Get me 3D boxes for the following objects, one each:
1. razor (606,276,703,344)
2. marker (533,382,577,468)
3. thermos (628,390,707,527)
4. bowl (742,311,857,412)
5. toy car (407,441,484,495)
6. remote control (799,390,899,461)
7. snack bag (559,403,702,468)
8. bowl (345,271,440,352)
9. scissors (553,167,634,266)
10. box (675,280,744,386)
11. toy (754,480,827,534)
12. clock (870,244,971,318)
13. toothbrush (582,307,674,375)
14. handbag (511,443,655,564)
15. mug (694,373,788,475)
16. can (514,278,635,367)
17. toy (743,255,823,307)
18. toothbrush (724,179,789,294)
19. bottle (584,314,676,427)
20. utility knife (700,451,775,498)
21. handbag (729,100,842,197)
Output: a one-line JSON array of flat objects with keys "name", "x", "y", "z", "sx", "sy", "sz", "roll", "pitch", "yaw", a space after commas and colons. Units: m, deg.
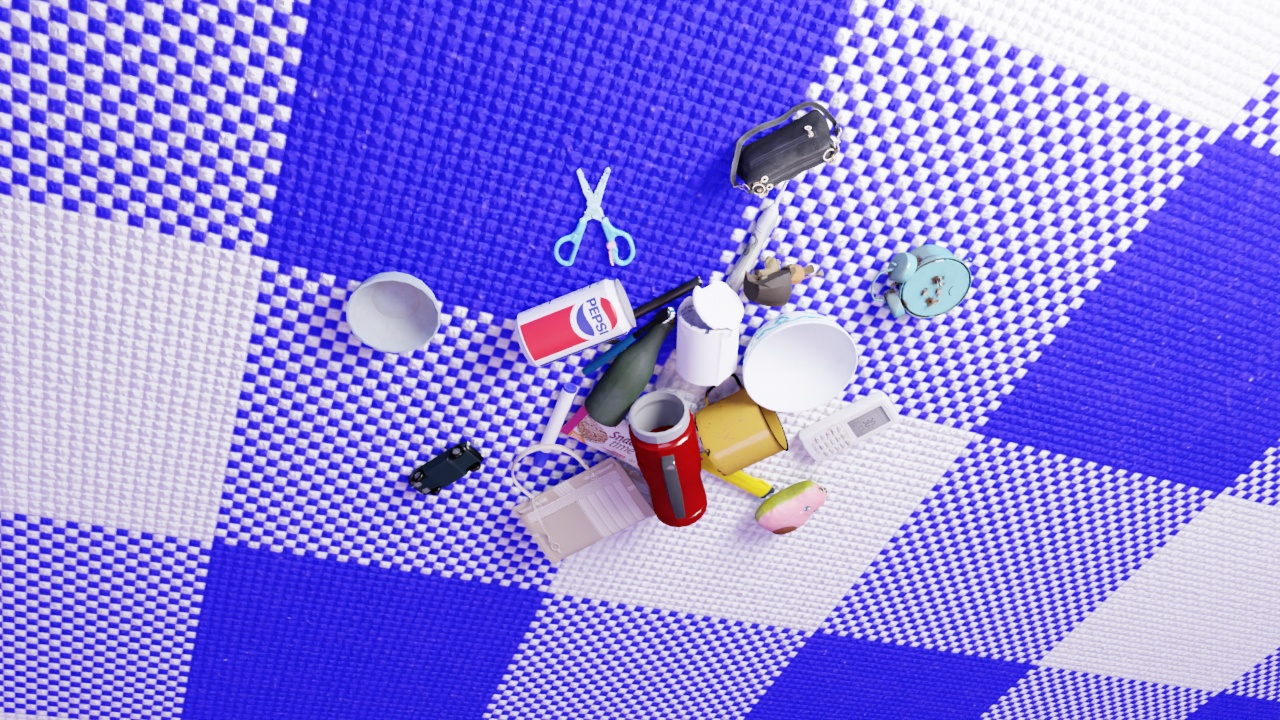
[{"name": "razor", "x": 0.012, "y": -0.064, "z": 1.129, "sx": 0.144, "sy": 0.022, "sz": 0.042, "roll": -32, "pitch": 168, "yaw": 11}, {"name": "marker", "x": -0.116, "y": 0.088, "z": 1.231, "sx": 0.020, "sy": 0.020, "sz": 0.142, "roll": 12, "pitch": 126, "yaw": -18}, {"name": "thermos", "x": 0.040, "y": 0.142, "z": 1.205, "sx": 0.084, "sy": 0.107, "sz": 0.199, "roll": -10, "pitch": 134, "yaw": 4}, {"name": "bowl", "x": 0.193, "y": -0.012, "z": 1.161, "sx": 0.144, "sy": 0.074, "sz": 0.144, "roll": -4, "pitch": 129, "yaw": -5}, {"name": "toy car", "x": -0.265, "y": 0.146, "z": 1.247, "sx": 0.112, "sy": 0.034, "sz": 0.046, "roll": -31, "pitch": 126, "yaw": 17}, {"name": "remote control", "x": 0.293, "y": 0.093, "z": 1.293, "sx": 0.139, "sy": 0.025, "sz": 0.060, "roll": -29, "pitch": 127, "yaw": 15}, {"name": "snack bag", "x": -0.011, "y": 0.117, "z": 1.265, "sx": 0.196, "sy": 0.016, "sz": 0.070, "roll": 28, "pitch": 125, "yaw": -24}, {"name": "bowl", "x": -0.286, "y": -0.062, "z": 1.071, "sx": 0.106, "sy": 0.039, "sz": 0.106, "roll": -4, "pitch": 129, "yaw": -5}, {"name": "scissors", "x": -0.064, "y": -0.157, "z": 1.049, "sx": 0.111, "sy": 0.015, "sz": 0.141, "roll": -19, "pitch": 123, "yaw": 6}, {"name": "box", "x": 0.086, "y": -0.035, "z": 1.115, "sx": 0.080, "sy": 0.089, "sz": 0.143, "roll": -34, "pitch": 141, "yaw": -29}, {"name": "toy", "x": 0.226, "y": 0.216, "z": 1.364, "sx": 0.110, "sy": 0.051, "sz": 0.090, "roll": -43, "pitch": 137, "yaw": 16}, {"name": "clock", "x": 0.342, "y": -0.097, "z": 1.129, "sx": 0.124, "sy": 0.053, "sz": 0.090, "roll": -3, "pitch": 128, "yaw": -6}, {"name": "toothbrush", "x": -0.018, "y": -0.022, "z": 1.135, "sx": 0.014, "sy": 0.014, "sz": 0.168, "roll": -6, "pitch": 158, "yaw": -47}, {"name": "handbag", "x": -0.101, "y": 0.180, "z": 1.279, "sx": 0.176, "sy": 0.062, "sz": 0.198, "roll": -28, "pitch": 128, "yaw": 14}, {"name": "mug", "x": 0.127, "y": 0.083, "z": 1.223, "sx": 0.094, "sy": 0.100, "sz": 0.123, "roll": -27, "pitch": 87, "yaw": 15}, {"name": "can", "x": -0.078, "y": -0.045, "z": 1.096, "sx": 0.132, "sy": 0.070, "sz": 0.070, "roll": -21, "pitch": 129, "yaw": 8}, {"name": "toy", "x": 0.173, "y": -0.098, "z": 1.101, "sx": 0.100, "sy": 0.076, "sz": 0.062, "roll": -17, "pitch": 91, "yaw": -17}, {"name": "toothbrush", "x": 0.143, "y": -0.153, "z": 1.074, "sx": 0.024, "sy": 0.022, "sz": 0.186, "roll": 0, "pitch": 133, "yaw": -32}, {"name": "bottle", "x": -0.007, "y": 0.007, "z": 1.161, "sx": 0.055, "sy": 0.055, "sz": 0.175, "roll": 22, "pitch": 121, "yaw": -24}, {"name": "utility knife", "x": 0.106, "y": 0.151, "z": 1.317, "sx": 0.223, "sy": 0.019, "sz": 0.031, "roll": 28, "pitch": 115, "yaw": -29}, {"name": "handbag", "x": 0.155, "y": -0.221, "z": 0.983, "sx": 0.129, "sy": 0.079, "sz": 0.054, "roll": -25, "pitch": 127, "yaw": 11}]
